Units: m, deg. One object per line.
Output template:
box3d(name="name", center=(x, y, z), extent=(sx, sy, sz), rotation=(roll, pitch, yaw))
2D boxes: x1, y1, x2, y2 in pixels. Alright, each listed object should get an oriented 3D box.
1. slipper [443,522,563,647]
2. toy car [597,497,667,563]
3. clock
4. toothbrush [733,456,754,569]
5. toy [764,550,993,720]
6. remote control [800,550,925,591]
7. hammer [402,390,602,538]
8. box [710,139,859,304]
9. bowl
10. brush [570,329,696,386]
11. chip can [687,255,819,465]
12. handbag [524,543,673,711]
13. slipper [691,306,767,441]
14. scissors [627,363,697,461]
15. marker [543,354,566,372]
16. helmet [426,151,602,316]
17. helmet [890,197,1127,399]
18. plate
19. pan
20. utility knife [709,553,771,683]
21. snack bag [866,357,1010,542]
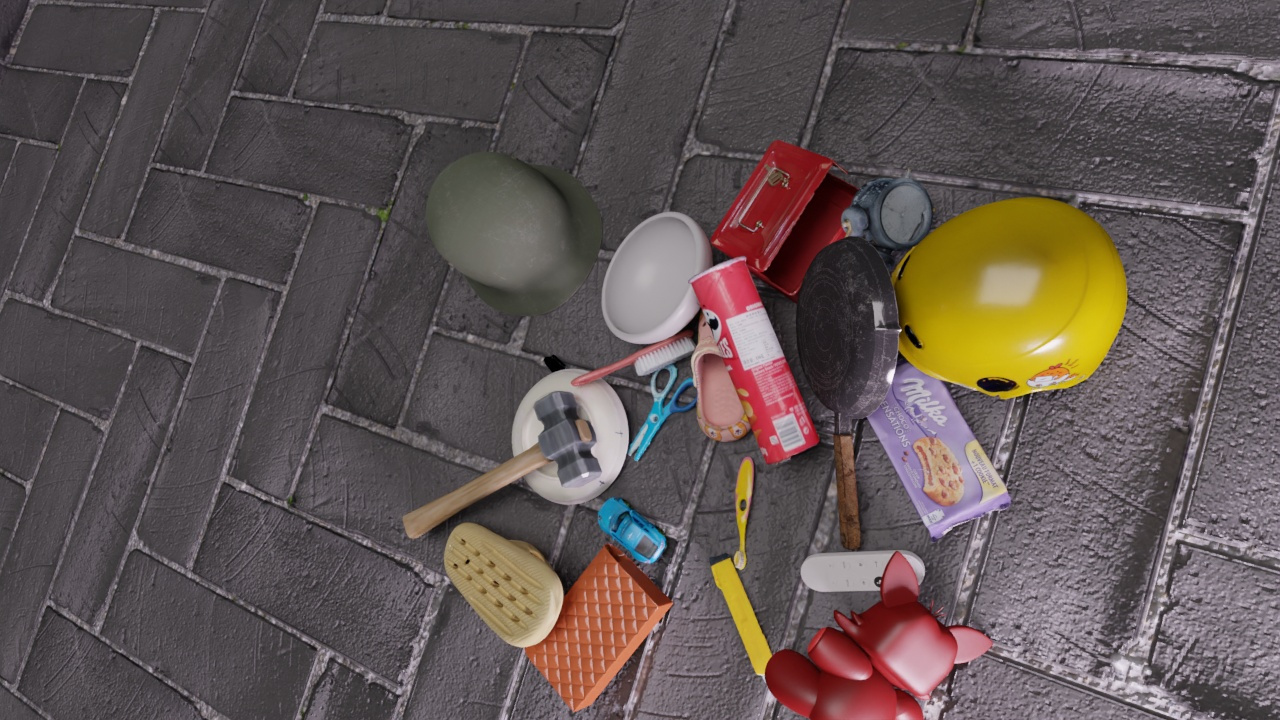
box3d(name="slipper", center=(-0.169, 0.289, 1.198), extent=(0.262, 0.079, 0.111), rotation=(19, 88, 48))
box3d(name="toy car", center=(-0.014, 0.214, 1.158), extent=(0.105, 0.032, 0.048), rotation=(36, 96, 31))
box3d(name="clock", center=(0.280, -0.158, 1.056), extent=(0.129, 0.090, 0.052), rotation=(-43, 20, -12))
box3d(name="toothbrush", center=(0.124, 0.183, 1.104), extent=(0.021, 0.016, 0.135), rotation=(-1, 77, 31))
box3d(name="toy", center=(0.245, 0.314, 0.949), extent=(0.158, 0.120, 0.197), rotation=(44, 89, -8))
box3d(name="remote control", center=(0.246, 0.234, 1.021), extent=(0.137, 0.013, 0.043), rotation=(-8, 100, 25))
box3d(name="hammer", center=(-0.196, 0.160, 1.218), extent=(0.324, 0.051, 0.117), rotation=(-30, 71, 25))
box3d(name="box", center=(0.186, -0.168, 1.124), extent=(0.157, 0.122, 0.136), rotation=(-56, 42, 8))
box3d(name="bowl", center=(0.032, -0.098, 1.180), extent=(0.177, 0.066, 0.176), rotation=(-23, 56, 39))
box3d(name="brush", center=(-0.007, 0.007, 1.183), extent=(0.172, 0.041, 0.030), rotation=(-23, 77, 4))
box3d(name="chip can", center=(0.132, 0.001, 1.055), extent=(0.073, 0.073, 0.233), rotation=(-23, 88, 20))
box3d(name="handbag", center=(-0.054, 0.326, 1.133), extent=(0.109, 0.060, 0.172), rotation=(41, 100, 24))
box3d(name="slipper", center=(0.104, -0.001, 1.124), extent=(0.093, 0.081, 0.197), rotation=(-2, 79, 26))
box3d(name="scissors", center=(0.028, 0.075, 1.183), extent=(0.083, 0.015, 0.140), rotation=(26, 88, 30))
box3d(name="marker", center=(-0.086, 0.035, 1.247), extent=(0.138, 0.016, 0.022), rotation=(40, 115, 28))
box3d(name="helmet", center=(-0.206, -0.200, 1.289), extent=(0.268, 0.153, 0.227), rotation=(34, 94, 30))
box3d(name="helmet", center=(0.377, -0.075, 0.941), extent=(0.240, 0.139, 0.209), rotation=(-5, 74, 9))
box3d(name="plate", center=(-0.103, 0.100, 1.219), extent=(0.183, 0.034, 0.182), rotation=(-4, 82, 28))
box3d(name="pan", center=(0.222, 0.041, 1.021), extent=(0.040, 0.208, 0.357), rotation=(-2, 93, -15))
box3d(name="utility knife", center=(0.120, 0.300, 1.077), extent=(0.031, 0.017, 0.155), rotation=(-32, 64, 22))
box3d(name="snack bag", center=(0.314, 0.088, 1.007), extent=(0.096, 0.058, 0.205), rotation=(-29, 63, 14))
